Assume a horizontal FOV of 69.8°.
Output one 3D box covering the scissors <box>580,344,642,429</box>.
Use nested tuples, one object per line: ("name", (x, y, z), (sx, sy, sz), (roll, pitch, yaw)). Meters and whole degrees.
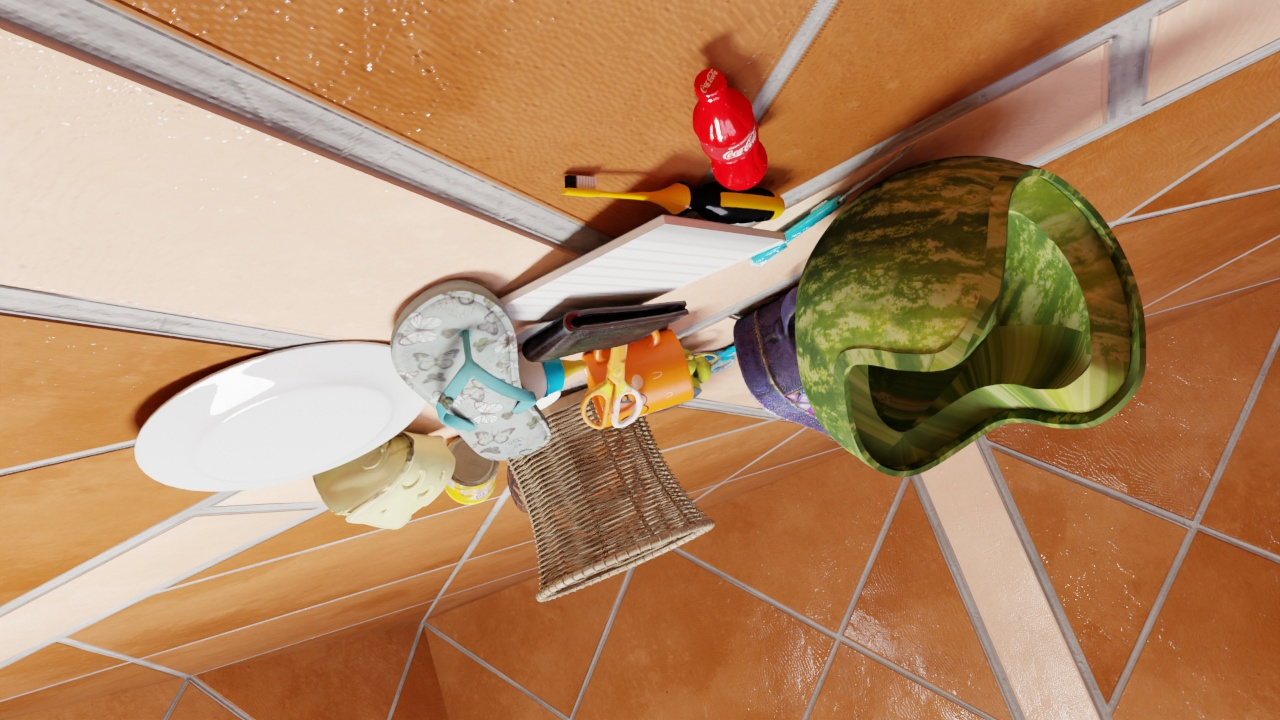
("scissors", (-0.021, 0.011, 0.884), (0.064, 0.013, 0.128), (2, 116, -18))

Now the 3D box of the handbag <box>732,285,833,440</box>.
("handbag", (0.223, -0.025, 0.963), (0.205, 0.125, 0.222), (-28, 144, 29))

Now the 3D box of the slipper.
("slipper", (-0.136, 0.034, 0.765), (0.098, 0.054, 0.269), (-15, 149, -2))

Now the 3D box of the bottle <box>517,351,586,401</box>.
("bottle", (-0.118, 0.018, 0.859), (0.146, 0.051, 0.051), (-13, 164, -23))

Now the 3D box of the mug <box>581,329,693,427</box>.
("mug", (-0.006, 0.005, 0.935), (0.096, 0.077, 0.113), (-17, 134, -8))

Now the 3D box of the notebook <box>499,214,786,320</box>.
("notebook", (-0.010, -0.065, 0.719), (0.210, 0.009, 0.142), (-21, 167, 41))

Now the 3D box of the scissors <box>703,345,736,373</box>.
("scissors", (0.096, -0.006, 1.114), (0.137, 0.011, 0.134), (-10, 165, -28))

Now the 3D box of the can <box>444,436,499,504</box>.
("can", (-0.207, 0.134, 1.119), (0.067, 0.067, 0.105), (-15, 164, -16))

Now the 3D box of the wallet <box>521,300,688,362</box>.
("wallet", (-0.032, -0.029, 0.792), (0.119, 0.031, 0.100), (-9, 173, -29))

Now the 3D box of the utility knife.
("utility knife", (0.157, -0.127, 0.765), (0.182, 0.015, 0.022), (-35, -172, 38))

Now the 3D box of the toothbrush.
("toothbrush", (0.029, -0.111, 0.633), (0.196, 0.031, 0.031), (-4, -176, -38))

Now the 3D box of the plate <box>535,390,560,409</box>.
("plate", (-0.136, 0.038, 0.953), (0.104, 0.026, 0.104), (-18, 166, -5))

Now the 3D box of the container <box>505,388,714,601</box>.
("container", (-0.053, 0.155, 1.112), (0.226, 0.196, 0.227), (-22, 166, -6))

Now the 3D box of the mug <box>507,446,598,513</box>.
("mug", (-0.135, 0.165, 1.327), (0.107, 0.080, 0.116), (-11, -169, -33))

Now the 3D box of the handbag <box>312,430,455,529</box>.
("handbag", (-0.268, 0.119, 0.975), (0.111, 0.081, 0.119), (-34, 161, 6))

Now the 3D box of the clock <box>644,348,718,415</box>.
("clock", (0.035, 0.021, 1.045), (0.119, 0.057, 0.083), (-25, 163, 22))

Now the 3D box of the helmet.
("helmet", (0.238, -0.040, 0.738), (0.213, 0.242, 0.248), (16, 151, -27))

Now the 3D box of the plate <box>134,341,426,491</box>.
("plate", (-0.292, 0.058, 0.779), (0.242, 0.016, 0.243), (-22, 158, -10))

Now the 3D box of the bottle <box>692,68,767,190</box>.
("bottle", (0.052, -0.139, 0.549), (0.036, 0.036, 0.119), (-22, 164, 10))
